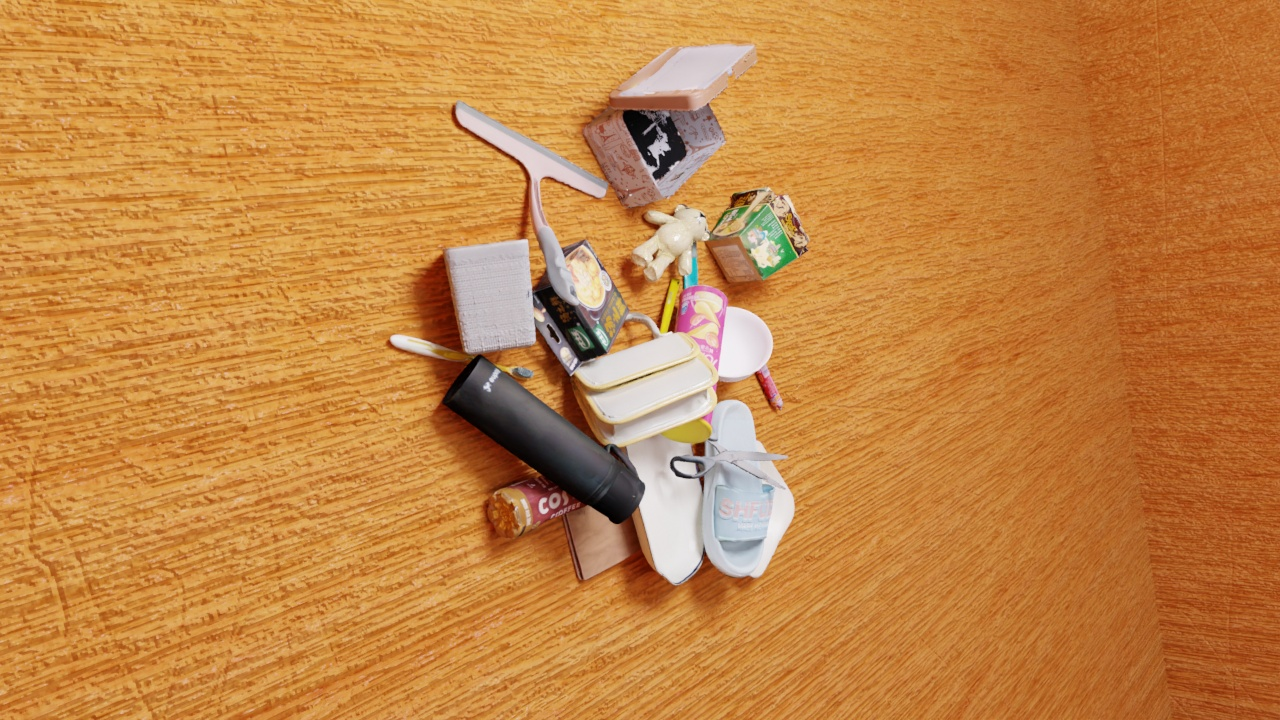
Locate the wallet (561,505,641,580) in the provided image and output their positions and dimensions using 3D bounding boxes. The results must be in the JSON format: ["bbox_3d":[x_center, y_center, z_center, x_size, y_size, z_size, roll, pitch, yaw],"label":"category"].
[{"bbox_3d":[-0.045,0.209,1.158,0.115,0.020,0.101,-22,100,-42],"label":"wallet"}]

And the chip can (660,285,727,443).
[{"bbox_3d":[0.072,0.002,1.223,0.071,0.072,0.210,38,49,-37],"label":"chip can"}]

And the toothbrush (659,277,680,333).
[{"bbox_3d":[0.035,-0.040,1.233,0.015,0.017,0.189,48,41,-36],"label":"toothbrush"}]

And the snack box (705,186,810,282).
[{"bbox_3d":[0.165,-0.177,1.357,0.105,0.118,0.118,-43,114,-26],"label":"snack box"}]

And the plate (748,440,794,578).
[{"bbox_3d":[0.158,0.217,1.353,0.163,0.034,0.164,-52,121,-35],"label":"plate"}]

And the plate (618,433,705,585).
[{"bbox_3d":[0.024,0.160,1.204,0.161,0.034,0.266,-28,106,-57],"label":"plate"}]

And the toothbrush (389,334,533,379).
[{"bbox_3d":[-0.194,-0.002,1.024,0.191,0.018,0.016,18,72,-43],"label":"toothbrush"}]

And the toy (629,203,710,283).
[{"bbox_3d":[0.040,-0.161,1.247,0.105,0.066,0.156,50,48,-7],"label":"toy"}]

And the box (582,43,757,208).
[{"bbox_3d":[0.059,-0.320,1.190,0.182,0.193,0.156,-49,120,-37],"label":"box"}]

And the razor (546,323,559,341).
[{"bbox_3d":[-0.117,-0.048,1.106,0.142,0.022,0.042,43,45,-39],"label":"razor"}]

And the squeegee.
[{"bbox_3d":[-0.109,-0.156,1.071,0.247,0.040,0.249,22,42,-44],"label":"squeegee"}]

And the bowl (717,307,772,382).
[{"bbox_3d":[0.126,-0.011,1.311,0.065,0.118,0.118,89,23,-59],"label":"bowl"}]

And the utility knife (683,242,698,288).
[{"bbox_3d":[0.073,-0.136,1.316,0.029,0.013,0.157,2,85,-37],"label":"utility knife"}]

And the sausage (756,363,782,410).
[{"bbox_3d":[0.187,0.014,1.414,0.020,0.020,0.156,-43,116,-39],"label":"sausage"}]

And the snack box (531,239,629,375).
[{"bbox_3d":[-0.075,-0.066,1.117,0.113,0.053,0.125,57,31,-25],"label":"snack box"}]

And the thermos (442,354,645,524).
[{"bbox_3d":[-0.102,0.086,1.033,0.242,0.069,0.089,39,33,-17],"label":"thermos"}]

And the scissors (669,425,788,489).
[{"bbox_3d":[0.113,0.126,1.225,0.175,0.014,0.159,-24,76,-30],"label":"scissors"}]

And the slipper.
[{"bbox_3d":[0.141,0.173,1.263,0.104,0.074,0.245,10,73,-41],"label":"slipper"}]

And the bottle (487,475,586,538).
[{"bbox_3d":[-0.096,0.155,1.081,0.174,0.058,0.057,-18,99,-45],"label":"bottle"}]

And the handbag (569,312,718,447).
[{"bbox_3d":[-0.007,0.007,1.140,0.163,0.178,0.063,-20,143,-18],"label":"handbag"}]

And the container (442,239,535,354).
[{"bbox_3d":[-0.162,-0.069,1.000,0.090,0.090,0.114,-8,97,-9],"label":"container"}]
